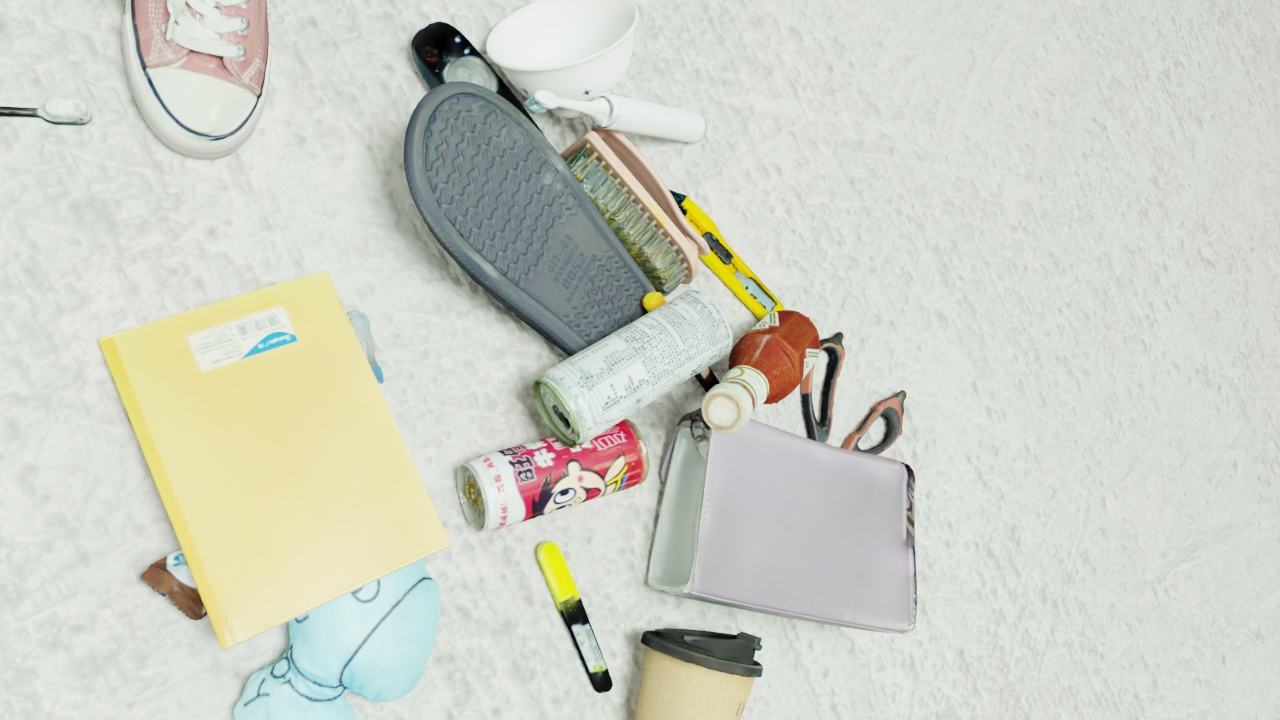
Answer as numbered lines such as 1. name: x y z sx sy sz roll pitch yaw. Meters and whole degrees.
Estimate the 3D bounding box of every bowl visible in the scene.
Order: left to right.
1. bowl: -0.054 -0.230 0.714 0.118 0.118 0.065 -46 143 -28

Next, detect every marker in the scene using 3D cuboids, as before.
1. marker: -0.048 0.191 0.680 0.018 0.015 0.124 -25 97 -30
2. marker: 0.036 -0.010 0.741 0.124 0.015 0.018 53 57 -37

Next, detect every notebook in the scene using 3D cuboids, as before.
1. notebook: -0.226 0.053 0.574 0.145 0.010 0.206 -23 80 -27

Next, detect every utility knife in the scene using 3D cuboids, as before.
1. utility knife: 0.081 -0.082 0.801 0.177 0.015 0.033 44 66 -16

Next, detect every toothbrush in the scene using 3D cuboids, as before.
1. toothbrush: -0.420 -0.146 0.527 0.180 0.018 0.015 -7 87 -29
2. toothbrush: -0.012 -0.189 0.708 0.220 0.026 0.026 -13 80 -56

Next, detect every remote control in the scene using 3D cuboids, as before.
1. remote control: -0.122 -0.194 0.700 0.053 0.024 0.136 -45 103 -26

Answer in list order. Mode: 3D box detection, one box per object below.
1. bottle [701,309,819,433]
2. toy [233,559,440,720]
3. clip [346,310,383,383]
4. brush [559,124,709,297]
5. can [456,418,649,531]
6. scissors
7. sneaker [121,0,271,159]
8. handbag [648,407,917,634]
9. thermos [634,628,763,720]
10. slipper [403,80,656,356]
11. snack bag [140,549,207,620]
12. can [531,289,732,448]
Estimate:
1. bottle: 0.093 0.008 0.712 0.060 0.060 0.205 64 26 -5
2. toy: -0.184 0.181 0.582 0.156 0.050 0.161 -35 95 -21
3. clip: -0.194 -0.007 0.630 0.027 0.044 0.058 -2 77 -29
4. brush: -0.004 -0.118 0.731 0.145 0.063 0.072 46 62 -16
5. can: -0.062 0.082 0.667 0.132 0.053 0.053 -13 88 -31
6. scissors: 0.175 0.080 0.825 0.224 0.015 0.189 -26 94 -30
7. sneaker: -0.267 -0.249 0.568 0.118 0.088 0.241 5 95 -28
8. handbag: 0.116 0.129 0.727 0.197 0.099 0.144 16 77 -19
9. thermos: 0.034 0.264 0.674 0.093 0.093 0.143 19 79 -26
10. slipper: -0.085 -0.079 0.676 0.268 0.083 0.110 47 61 -36
11. snack bag: -0.252 0.109 0.571 0.045 0.026 0.105 50 64 -17
12. can: -0.004 0.004 0.666 0.146 0.058 0.058 -31 97 -25
